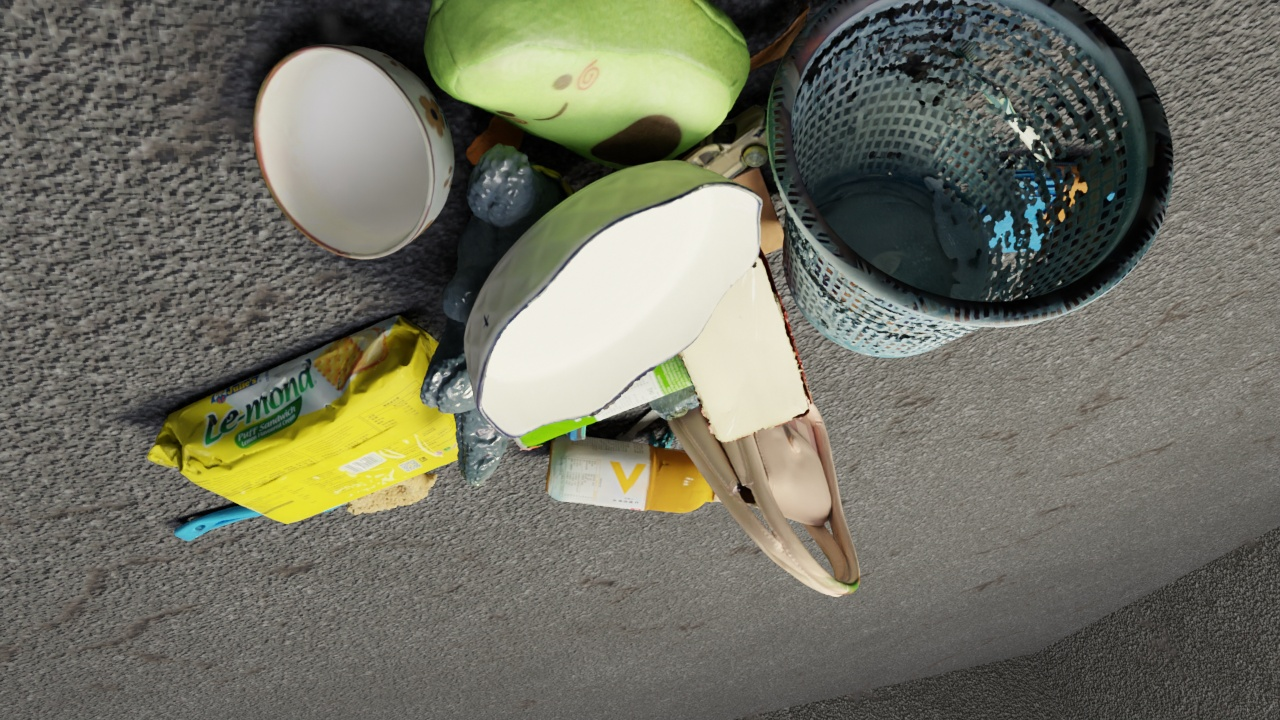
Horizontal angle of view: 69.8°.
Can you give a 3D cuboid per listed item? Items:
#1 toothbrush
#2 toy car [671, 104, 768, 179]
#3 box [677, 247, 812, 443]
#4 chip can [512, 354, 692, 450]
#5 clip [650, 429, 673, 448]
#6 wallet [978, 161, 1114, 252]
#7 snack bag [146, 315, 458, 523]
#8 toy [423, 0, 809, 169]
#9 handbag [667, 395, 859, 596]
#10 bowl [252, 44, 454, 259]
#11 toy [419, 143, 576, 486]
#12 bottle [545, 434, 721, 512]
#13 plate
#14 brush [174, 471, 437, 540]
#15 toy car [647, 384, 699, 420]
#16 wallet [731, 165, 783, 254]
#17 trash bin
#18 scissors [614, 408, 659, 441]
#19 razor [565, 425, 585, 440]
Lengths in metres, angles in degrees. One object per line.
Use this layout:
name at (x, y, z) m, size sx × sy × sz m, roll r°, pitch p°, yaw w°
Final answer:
toothbrush at (0.267, -0.187, 0.668) m, size 0.191 × 0.016 × 0.018 m, roll 21°, pitch 122°, yaw -45°
toy car at (0.052, -0.138, 0.615) m, size 0.091 × 0.042 × 0.035 m, roll -30°, pitch 126°, yaw 31°
box at (0.067, -0.016, 0.688) m, size 0.091 × 0.079 × 0.168 m, roll -20°, pitch 129°, yaw 6°
chip can at (-0.005, 0.005, 0.789) m, size 0.236 × 0.072 × 0.072 m, roll -21°, pitch 149°, yaw 6°
clip at (0.022, 0.093, 1.001) m, size 0.041 × 0.014 × 0.056 m, roll -10°, pitch 149°, yaw -11°
wallet at (0.336, -0.127, 0.779) m, size 0.133 × 0.040 × 0.107 m, roll -6°, pitch 152°, yaw -20°
snack bag at (-0.250, 0.060, 0.765) m, size 0.247 × 0.068 × 0.158 m, roll -22°, pitch 149°, yaw 7°
toy at (-0.016, -0.157, 0.491) m, size 0.228 × 0.090 × 0.246 m, roll -29°, pitch 162°, yaw 37°
handbag at (0.139, 0.125, 0.894) m, size 0.094 × 0.234 × 0.193 m, roll -38°, pitch 145°, yaw 22°
bowl at (-0.149, -0.120, 0.510) m, size 0.114 × 0.113 × 0.062 m, roll -39°, pitch -174°, yaw 33°
toy at (-0.085, -0.033, 0.611) m, size 0.091 × 0.137 × 0.357 m, roll 27°, pitch 143°, yaw 4°
bottle at (0.000, 0.118, 0.934) m, size 0.189 × 0.067 × 0.068 m, roll 7°, pitch 146°, yaw -5°
plate at (-0.018, -0.037, 0.540) m, size 0.204 × 0.045 × 0.205 m, roll -34°, pitch 160°, yaw -14°
brush at (-0.323, 0.135, 0.884) m, size 0.255 × 0.045 × 0.083 m, roll -14°, pitch 153°, yaw 2°
toy car at (0.057, 0.010, 0.846) m, size 0.121 × 0.054 × 0.036 m, roll -29°, pitch 150°, yaw 22°
wallet at (0.055, -0.099, 0.695) m, size 0.101 × 0.020 × 0.115 m, roll -23°, pitch 153°, yaw 9°
trash bin at (0.181, -0.099, 0.599) m, size 0.226 × 0.226 × 0.195 m, roll -14°, pitch 164°, yaw -6°
scissors at (-0.021, 0.081, 0.962) m, size 0.145 × 0.014 × 0.173 m, roll -10°, pitch 148°, yaw -14°
razor at (-0.121, 0.056, 0.865) m, size 0.142 × 0.022 × 0.043 m, roll -2°, pitch 113°, yaw -16°
